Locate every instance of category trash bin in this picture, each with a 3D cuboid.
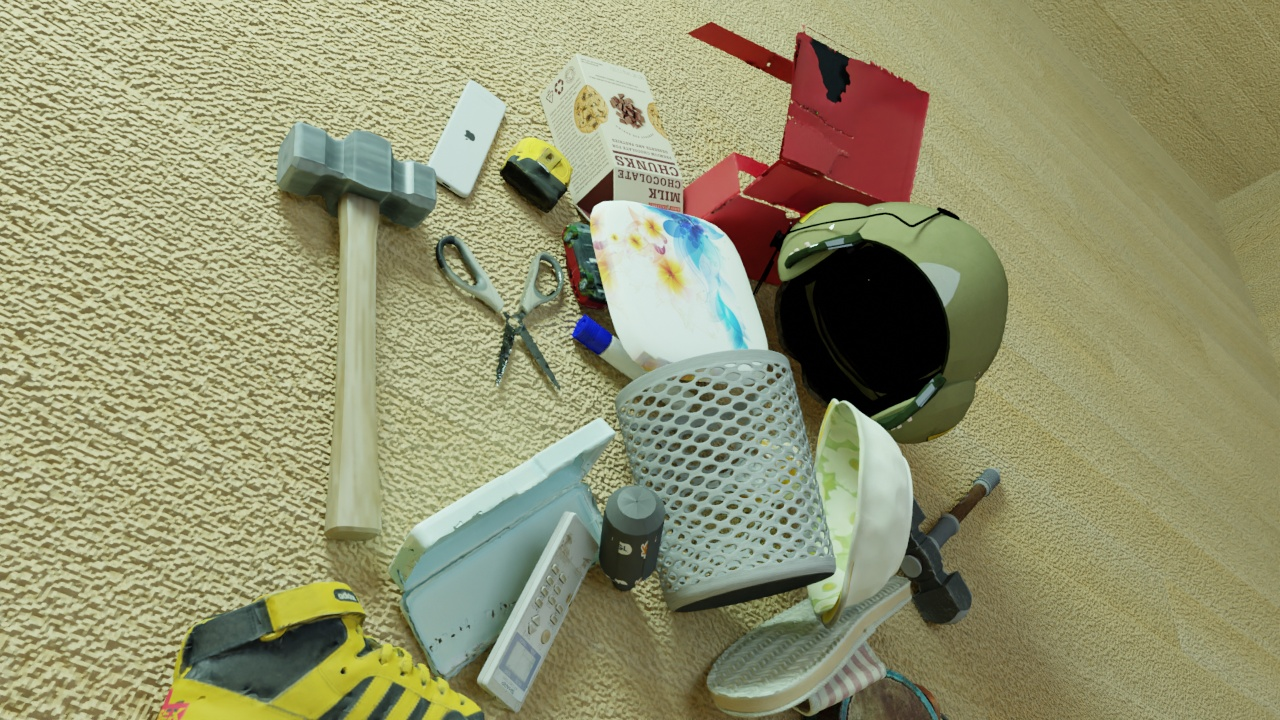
[{"bbox_3d":[0.073,0.106,0.773,0.156,0.157,0.183,6,63,-41],"label":"trash bin"}]

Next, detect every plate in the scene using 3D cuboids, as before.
[{"bbox_3d":[0.043,-0.067,0.854,0.186,0.016,0.186,6,59,-39],"label":"plate"}]

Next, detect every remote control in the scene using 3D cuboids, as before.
[{"bbox_3d":[-0.163,-0.212,0.870,0.045,0.008,0.146,33,46,-24],"label":"remote control"},{"bbox_3d":[-0.070,0.178,0.656,0.135,0.011,0.050,-62,144,-30],"label":"remote control"}]

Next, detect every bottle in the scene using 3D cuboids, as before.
[{"bbox_3d":[-0.008,0.142,0.710,0.047,0.113,0.046,3,45,-3],"label":"bottle"},{"bbox_3d":[0.133,0.108,0.896,0.109,0.063,0.063,11,56,-54],"label":"bottle"}]

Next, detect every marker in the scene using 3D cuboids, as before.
[{"bbox_3d":[-0.005,0.005,0.864,0.133,0.023,0.027,36,23,-20],"label":"marker"}]

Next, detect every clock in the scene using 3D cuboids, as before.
[{"bbox_3d":[0.215,0.339,0.809,0.157,0.074,0.121,14,54,-23],"label":"clock"}]

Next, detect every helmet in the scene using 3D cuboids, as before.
[{"bbox_3d":[0.237,-0.039,0.927,0.232,0.256,0.250,-25,84,-46],"label":"helmet"}]

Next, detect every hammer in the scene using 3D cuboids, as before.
[{"bbox_3d":[0.382,0.183,1.100,0.321,0.043,0.156,-21,80,-50],"label":"hammer"},{"bbox_3d":[-0.210,-0.028,0.679,0.117,0.051,0.322,13,58,-37],"label":"hammer"}]

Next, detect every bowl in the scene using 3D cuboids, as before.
[{"bbox_3d":[0.195,0.133,0.811,0.060,0.189,0.218,8,48,1],"label":"bowl"}]

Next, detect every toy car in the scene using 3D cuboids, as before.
[{"bbox_3d":[-0.050,-0.091,0.875,0.042,0.036,0.091,4,62,-41],"label":"toy car"}]

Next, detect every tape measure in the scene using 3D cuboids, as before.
[{"bbox_3d":[-0.098,-0.185,0.892,0.065,0.037,0.064,41,43,-15],"label":"tape measure"}]

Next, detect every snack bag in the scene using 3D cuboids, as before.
[{"bbox_3d":[-0.022,-0.202,0.950,0.094,0.070,0.206,0,65,-43],"label":"snack bag"}]

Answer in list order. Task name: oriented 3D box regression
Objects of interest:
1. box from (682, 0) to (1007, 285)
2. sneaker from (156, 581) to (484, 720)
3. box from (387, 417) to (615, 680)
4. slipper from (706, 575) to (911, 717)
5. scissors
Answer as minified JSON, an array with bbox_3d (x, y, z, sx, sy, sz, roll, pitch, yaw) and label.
[{"bbox_3d":[0.201,-0.216,0.942,0.211,0.379,0.123,9,42,-38],"label":"box"},{"bbox_3d":[-0.157,0.200,0.542,0.238,0.086,0.122,13,60,-33],"label":"sneaker"},{"bbox_3d":[-0.086,0.129,0.671,0.196,0.078,0.122,-29,104,-47],"label":"box"},{"bbox_3d":[0.159,0.250,0.796,0.262,0.115,0.052,-16,93,-49],"label":"slipper"},{"bbox_3d":[-0.116,-0.051,0.804,0.157,0.013,0.170,38,43,-16],"label":"scissors"}]
